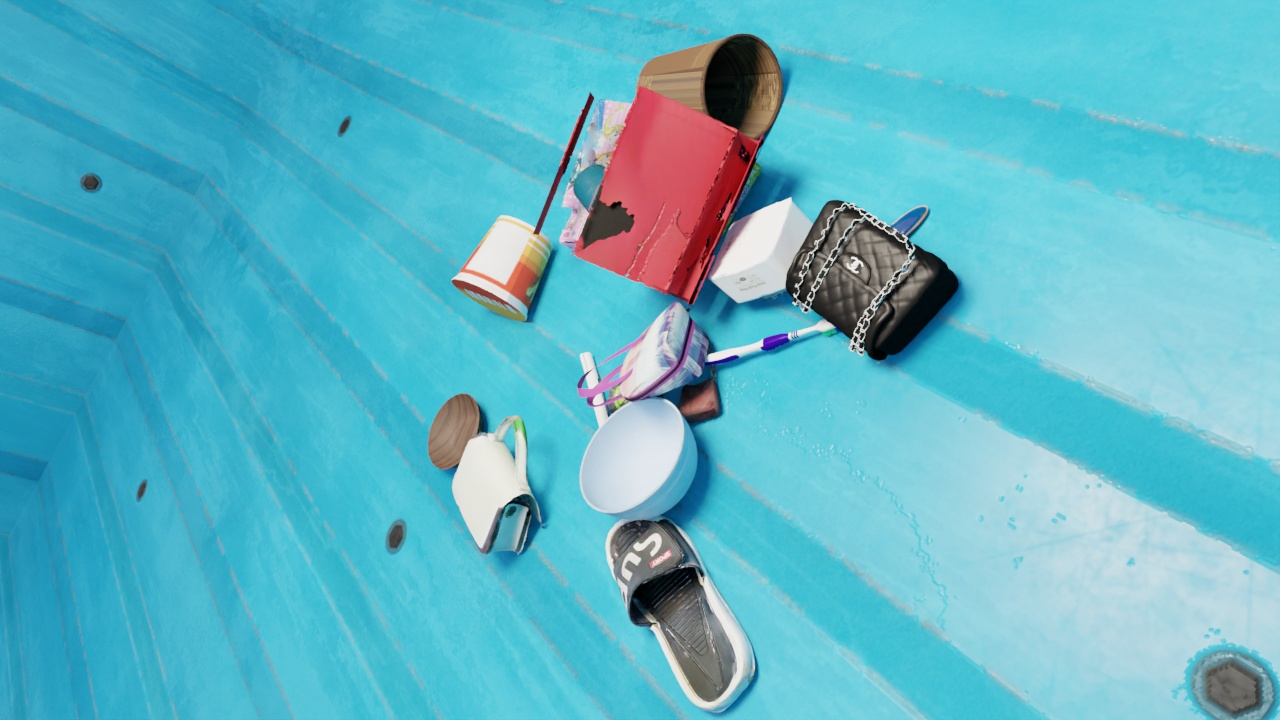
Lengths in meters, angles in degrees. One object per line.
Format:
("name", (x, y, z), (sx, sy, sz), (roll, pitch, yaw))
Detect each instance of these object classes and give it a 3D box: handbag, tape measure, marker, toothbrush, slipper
("handbag", (0.221, -0.083, 0.940), (0.153, 0.114, 0.125), (42, 107, 32))
("tape measure", (-0.008, 0.048, 1.164), (0.066, 0.035, 0.058), (-45, 55, 14))
("handbag", (0.072, 0.016, 1.112), (0.055, 0.029, 0.119), (-17, 54, 32))
("marker", (-0.060, 0.043, 1.225), (0.017, 0.020, 0.133), (-37, 49, 23))
("handbag", (-0.179, 0.153, 1.234), (0.151, 0.074, 0.176), (48, 124, 47))
("toothbrush", (0.259, -0.120, 1.000), (0.135, 0.017, 0.021), (-45, 63, 19))
("toothbrush", (0.148, -0.020, 1.050), (0.187, 0.016, 0.015), (-17, 48, 34))
("slipper", (0.028, 0.260, 1.007), (0.111, 0.063, 0.263), (-49, 47, 14))
("handbag", (-0.007, 0.007, 1.115), (0.170, 0.068, 0.144), (-28, 28, 32))

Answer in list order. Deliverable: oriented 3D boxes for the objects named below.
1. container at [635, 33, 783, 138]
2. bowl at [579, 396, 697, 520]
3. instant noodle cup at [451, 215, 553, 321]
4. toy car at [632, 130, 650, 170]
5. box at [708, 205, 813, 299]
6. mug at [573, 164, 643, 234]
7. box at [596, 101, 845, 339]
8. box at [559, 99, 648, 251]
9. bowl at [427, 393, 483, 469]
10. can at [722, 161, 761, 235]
("container", (0.082, -0.357, 1.213), (0.167, 0.132, 0.132), (20, 85, 53))
("bowl", (0.010, 0.125, 1.071), (0.151, 0.074, 0.150), (-27, 43, 28))
("instant noodle cup", (-0.201, -0.143, 1.388), (0.124, 0.123, 0.121), (14, 73, 46))
("toy car", (0.017, -0.279, 1.304), (0.060, 0.027, 0.107), (-15, 56, 39))
("box", (0.158, -0.114, 1.070), (0.108, 0.102, 0.102), (-14, 43, 50))
("mug", (-0.037, -0.214, 1.267), (0.078, 0.078, 0.121), (-50, 59, 14))
("box", (0.081, -0.158, 0.985), (0.213, 0.128, 0.425), (-66, 21, 7))
("box", (-0.059, -0.276, 1.349), (0.085, 0.063, 0.230), (8, 76, 45))
("bowl", (-0.272, 0.111, 1.387), (0.120, 0.032, 0.119), (-21, 57, 36))
("can", (0.101, -0.217, 1.164), (0.068, 0.067, 0.105), (35, 96, 47))
